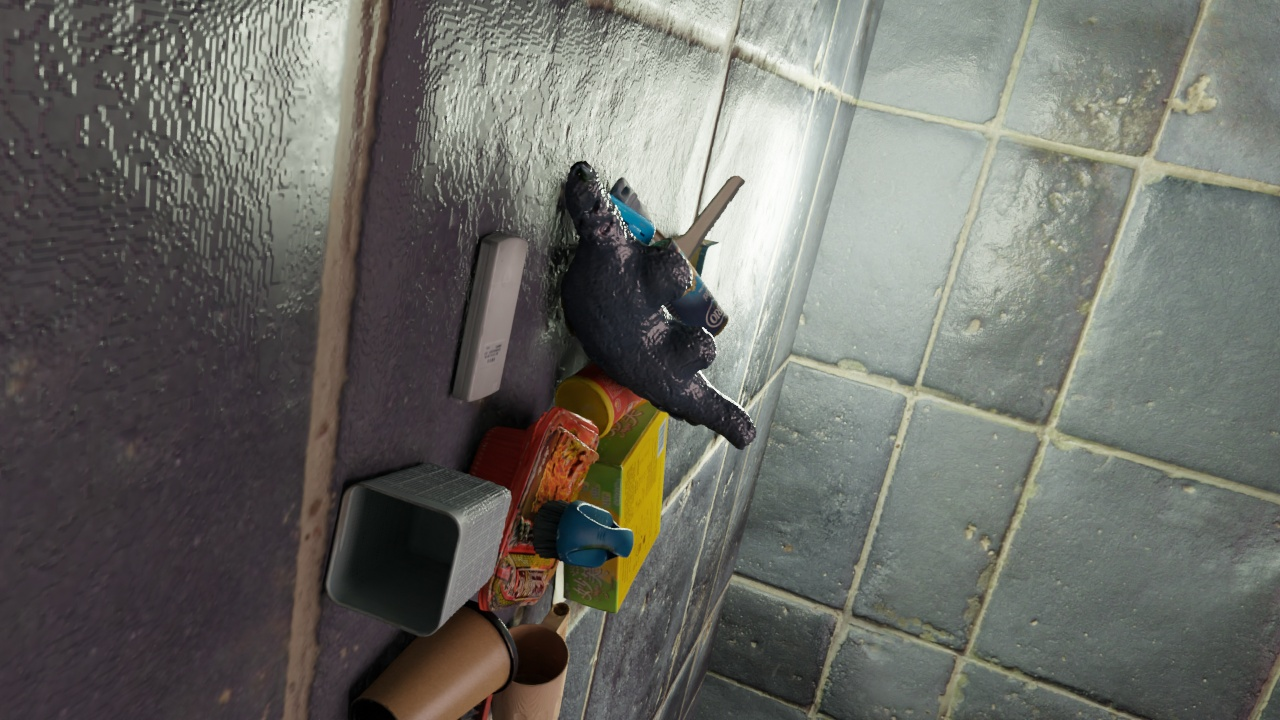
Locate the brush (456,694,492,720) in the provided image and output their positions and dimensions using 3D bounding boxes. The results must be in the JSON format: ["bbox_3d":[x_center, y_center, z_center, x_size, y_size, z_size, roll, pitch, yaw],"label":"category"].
[{"bbox_3d":[-0.174,0.345,0.880,0.069,0.063,0.146,9,95,-63],"label":"brush"}]

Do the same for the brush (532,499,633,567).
[{"bbox_3d":[-0.044,0.156,0.814,0.144,0.073,0.055,48,51,-70],"label":"brush"}]

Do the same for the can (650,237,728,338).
[{"bbox_3d":[0.034,-0.069,0.989,0.111,0.075,0.075,53,40,-17],"label":"can"}]

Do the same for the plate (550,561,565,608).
[{"bbox_3d":[-0.079,0.208,1.123,0.164,0.034,0.164,-30,134,-69],"label":"plate"}]

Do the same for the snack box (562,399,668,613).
[{"bbox_3d":[-0.028,0.157,1.050,0.157,0.070,0.210,-53,151,-55],"label":"snack box"}]

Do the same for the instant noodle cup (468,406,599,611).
[{"bbox_3d":[-0.109,0.129,0.846,0.164,0.079,0.188,47,62,-73],"label":"instant noodle cup"}]

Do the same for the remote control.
[{"bbox_3d":[-0.121,-0.035,0.739,0.056,0.019,0.135,-27,132,-69],"label":"remote control"}]

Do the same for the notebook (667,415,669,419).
[{"bbox_3d":[0.015,0.103,1.273,0.210,0.012,0.150,-61,-176,-38],"label":"notebook"}]

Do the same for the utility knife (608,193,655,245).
[{"bbox_3d":[-0.027,-0.145,0.912,0.034,0.018,0.166,-52,154,8],"label":"utility knife"}]

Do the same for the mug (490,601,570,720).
[{"bbox_3d":[-0.119,0.352,1.044,0.124,0.084,0.104,-51,156,-53],"label":"mug"}]

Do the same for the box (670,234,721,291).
[{"bbox_3d":[0.057,-0.079,1.254,0.089,0.059,0.184,-36,138,-65],"label":"box"}]

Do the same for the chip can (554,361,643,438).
[{"bbox_3d":[-0.006,0.006,1.027,0.215,0.073,0.073,-39,145,-47],"label":"chip can"}]

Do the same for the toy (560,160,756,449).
[{"bbox_3d":[-0.004,-0.041,0.893,0.091,0.138,0.356,-58,132,-35],"label":"toy"}]

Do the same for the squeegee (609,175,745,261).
[{"bbox_3d":[0.006,-0.156,1.030,0.246,0.039,0.246,-55,157,1],"label":"squeegee"}]

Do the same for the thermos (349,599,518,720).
[{"bbox_3d":[-0.171,0.268,0.772,0.142,0.093,0.093,-32,137,-56],"label":"thermos"}]

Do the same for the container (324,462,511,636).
[{"bbox_3d":[-0.156,0.130,0.671,0.111,0.090,0.090,-21,127,-76],"label":"container"}]
